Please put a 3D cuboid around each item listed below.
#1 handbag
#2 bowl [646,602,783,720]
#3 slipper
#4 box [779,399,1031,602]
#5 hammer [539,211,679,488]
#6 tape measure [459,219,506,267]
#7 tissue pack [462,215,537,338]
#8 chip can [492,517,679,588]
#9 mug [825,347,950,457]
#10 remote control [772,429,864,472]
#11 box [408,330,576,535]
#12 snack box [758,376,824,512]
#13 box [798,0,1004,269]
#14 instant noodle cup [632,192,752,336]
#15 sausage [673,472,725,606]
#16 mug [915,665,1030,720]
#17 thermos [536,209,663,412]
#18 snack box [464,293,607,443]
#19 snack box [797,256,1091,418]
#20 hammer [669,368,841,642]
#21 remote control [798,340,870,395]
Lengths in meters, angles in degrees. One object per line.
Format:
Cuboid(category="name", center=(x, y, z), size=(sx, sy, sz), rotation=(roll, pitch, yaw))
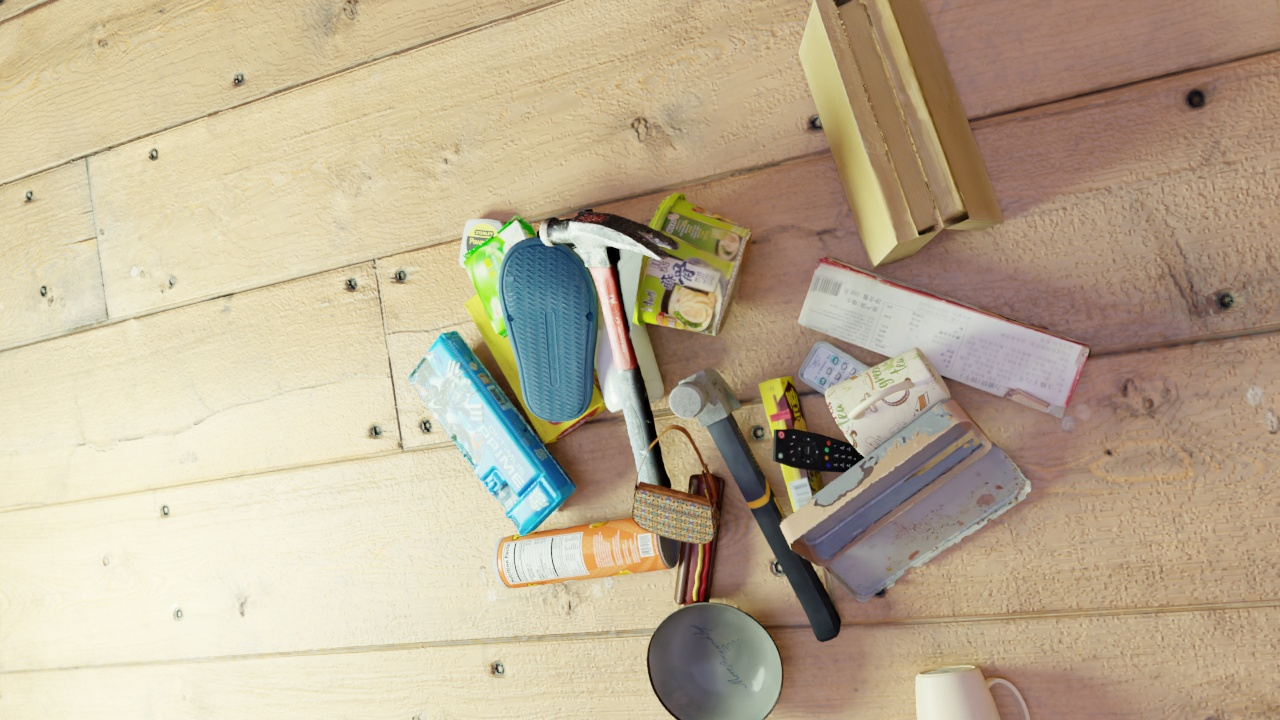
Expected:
Cuboid(category="handbag", center=(0.036, 0.117, 0.927), size=(0.093, 0.196, 0.043), rotation=(12, 53, 13))
Cuboid(category="bowl", center=(0.086, 0.328, 1.005), size=(0.151, 0.056, 0.151), rotation=(2, 95, 20))
Cuboid(category="slipper", center=(-0.093, -0.033, 1.000), size=(0.104, 0.059, 0.214), rotation=(-3, 113, 5))
Cuboid(category="box", center=(0.262, 0.145, 0.913), size=(0.217, 0.063, 0.157), rotation=(-41, 110, 17))
Cuboid(category="hammer", center=(-0.006, 0.006, 0.943), size=(0.141, 0.036, 0.326), rotation=(6, 122, 32))
Cuboid(category="tape measure", center=(-0.188, -0.139, 1.121), size=(0.064, 0.016, 0.065), rotation=(9, 94, 21))
Cuboid(category="tissue pack", center=(-0.144, -0.094, 1.048), size=(0.100, 0.034, 0.114), rotation=(-32, 78, 25))
Cuboid(category="chip can", center=(-0.064, 0.221, 1.059), size=(0.211, 0.062, 0.062), rotation=(-12, 87, 21))
Cuboid(category="mug", center=(0.235, 0.036, 0.880), size=(0.097, 0.121, 0.081), rotation=(-35, 71, 22))
Cuboid(category="remote control", center=(0.186, 0.096, 0.941), size=(0.010, 0.124, 0.039), rotation=(-22, 60, 58))
Cuboid(category="box", center=(-0.171, 0.081, 1.090), size=(0.243, 0.066, 0.091), rotation=(51, 121, 13))
Cuboid(category="snack box", center=(0.163, 0.091, 0.969), size=(0.026, 0.061, 0.149), rotation=(-17, 85, 22))
Cuboid(category="box", center=(0.250, -0.233, 0.893), size=(0.148, 0.140, 0.248), rotation=(-19, 85, 12))
Cuboid(category="instant noodle cup", center=(0.055, -0.095, 0.967), size=(0.098, 0.146, 0.146), rotation=(19, 98, 9))
Cuboid(category="sausage", center=(0.065, 0.201, 1.021), size=(0.040, 0.040, 0.155), rotation=(9, 94, 20))
Cuboid(category="mug", center=(0.329, 0.357, 0.908), size=(0.111, 0.085, 0.104), rotation=(-8, 76, -7))
Cuboid(category="thermos", center=(-0.048, -0.055, 1.048), size=(0.101, 0.068, 0.230), rotation=(-20, 83, 33))
Cuboid(category="snack box", center=(-0.120, -0.011, 1.085), size=(0.092, 0.042, 0.200), rotation=(-34, 79, 19))
Cuboid(category="snack box", center=(0.300, -0.028, 0.925), size=(0.273, 0.044, 0.077), rotation=(21, 104, 20))
Cuboid(category="hammer", center=(0.128, 0.152, 0.960), size=(0.035, 0.139, 0.312), rotation=(-27, 91, 19))
Cuboid(category="remote control", center=(0.232, 0.031, 0.962), size=(0.133, 0.022, 0.050), rotation=(33, 102, 17))
